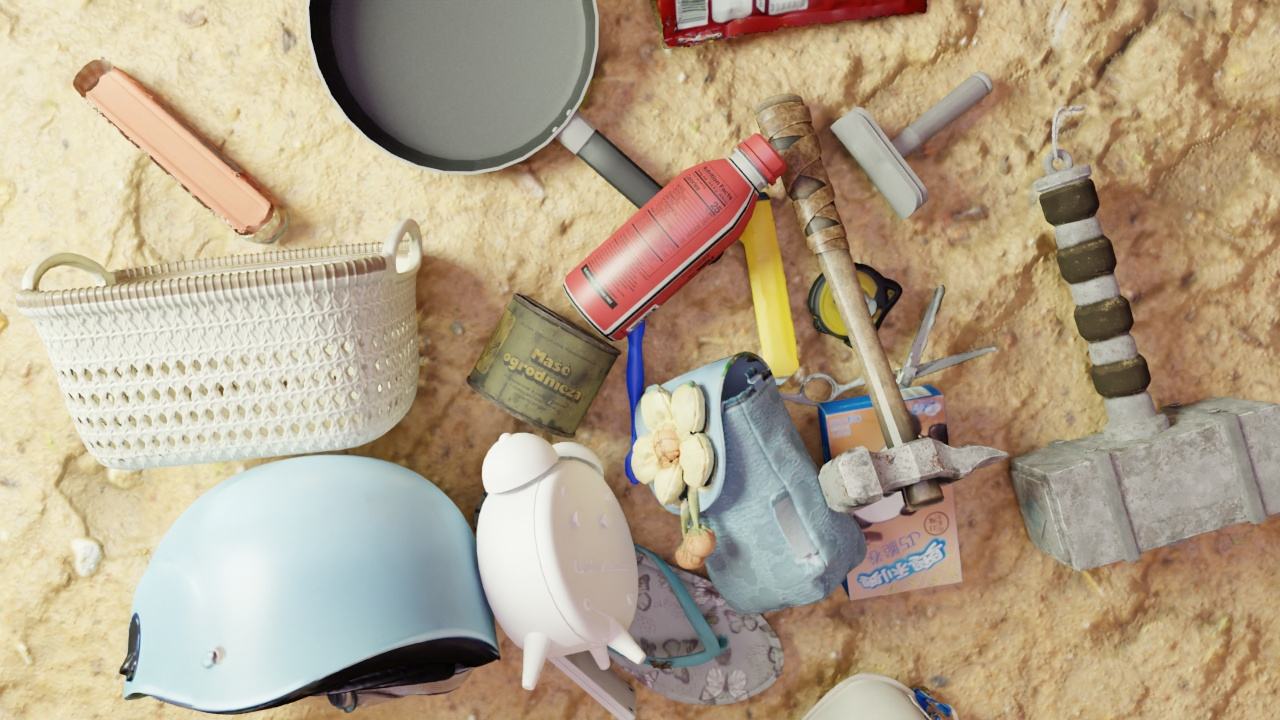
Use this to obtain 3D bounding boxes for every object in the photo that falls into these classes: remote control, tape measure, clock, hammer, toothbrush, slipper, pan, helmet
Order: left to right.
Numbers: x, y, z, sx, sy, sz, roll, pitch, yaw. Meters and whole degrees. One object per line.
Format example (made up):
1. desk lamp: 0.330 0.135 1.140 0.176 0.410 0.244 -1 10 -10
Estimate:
1. helmet: -0.221 0.154 0.621 0.266 0.225 0.166 -26 66 38
2. pan: -0.075 -0.193 0.680 0.355 0.044 0.204 39 100 -13
3. remote control: -0.057 0.222 0.699 0.136 0.050 0.011 41 92 -1
4. clock: -0.047 0.128 0.618 0.073 0.125 0.160 -20 72 21
5. slipper: -0.014 0.184 0.697 0.269 0.054 0.098 32 95 1
6. toothbrush: -0.004 0.004 0.709 0.016 0.018 0.182 0 90 -1
7. hammer: 0.147 -0.050 0.649 0.121 0.049 0.318 -13 73 -13
8. tape measure: 0.158 -0.043 0.692 0.061 0.034 0.062 28 96 -3
9. hammer: 0.339 -0.022 0.669 0.177 0.079 0.326 -17 92 1

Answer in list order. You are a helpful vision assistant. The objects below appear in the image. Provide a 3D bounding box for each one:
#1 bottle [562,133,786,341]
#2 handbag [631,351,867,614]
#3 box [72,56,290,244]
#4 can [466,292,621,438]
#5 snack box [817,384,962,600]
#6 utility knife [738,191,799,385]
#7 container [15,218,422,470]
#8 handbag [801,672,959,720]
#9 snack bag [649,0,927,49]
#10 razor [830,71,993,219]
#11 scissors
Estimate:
1. bottle: 0.028 -0.092 0.659 0.177 0.062 0.062 -41 91 10
2. handbag: 0.065 0.095 0.654 0.122 0.118 0.192 -22 96 47
3. box: -0.347 -0.157 0.689 0.187 0.056 0.059 39 124 0
4. can: -0.070 0.003 0.670 0.090 0.090 0.074 30 93 -1
5. snack box: 0.187 0.099 0.686 0.087 0.034 0.151 -10 103 1
6. utility knife: 0.095 -0.056 0.693 0.030 0.017 0.151 -11 78 14
7. container: -0.270 -0.015 0.633 0.246 0.184 0.143 -5 102 1
8. handbag: 0.180 0.347 0.694 0.200 0.093 0.199 -46 111 2
9. snack bag: 0.105 -0.307 0.670 0.208 0.066 0.139 -13 97 -1
10. razor: 0.215 -0.176 0.686 0.116 0.047 0.088 -38 91 -6
11. scissors: 0.183 0.015 0.689 0.175 0.014 0.142 -5 108 -1
